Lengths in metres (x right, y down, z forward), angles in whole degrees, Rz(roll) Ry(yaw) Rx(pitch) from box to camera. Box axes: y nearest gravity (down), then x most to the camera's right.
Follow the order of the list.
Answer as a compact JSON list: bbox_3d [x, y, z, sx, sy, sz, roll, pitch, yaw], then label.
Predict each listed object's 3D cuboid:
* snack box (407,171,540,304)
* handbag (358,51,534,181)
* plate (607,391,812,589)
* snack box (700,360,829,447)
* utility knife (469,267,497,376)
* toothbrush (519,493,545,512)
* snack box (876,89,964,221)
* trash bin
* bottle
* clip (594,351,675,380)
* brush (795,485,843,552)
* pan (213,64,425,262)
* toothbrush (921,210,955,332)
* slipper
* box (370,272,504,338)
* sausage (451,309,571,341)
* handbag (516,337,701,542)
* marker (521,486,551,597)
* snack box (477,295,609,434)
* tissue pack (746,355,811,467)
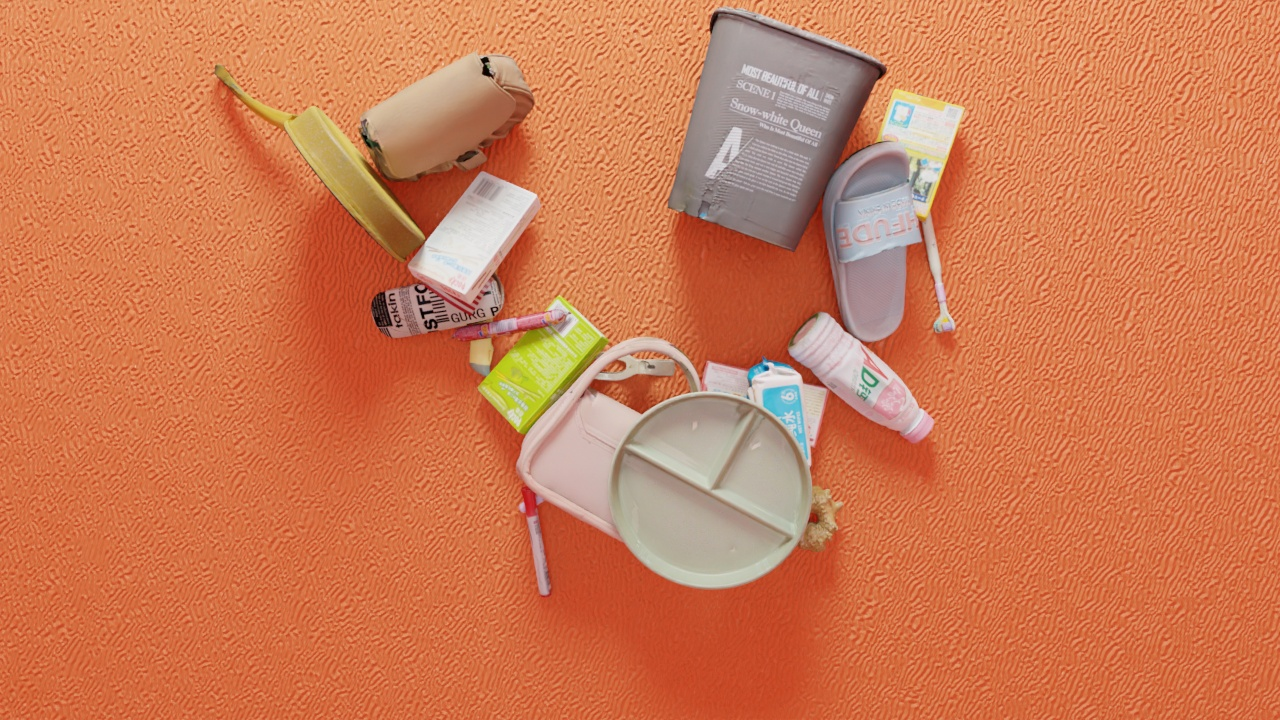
[{"bbox_3d":[-0.196,-0.148,1.090,0.085,0.027,0.156,26,70,17],"label":"snack box"},{"bbox_3d":[-0.223,-0.275,1.062,0.204,0.147,0.100,-28,91,6],"label":"handbag"},{"bbox_3d":[0.078,0.146,1.039,0.230,0.027,0.230,1,98,7],"label":"plate"},{"bbox_3d":[0.149,0.053,1.139,0.156,0.027,0.077,13,93,0],"label":"snack box"},{"bbox_3d":[-0.192,-0.069,1.140,0.031,0.019,0.177,6,95,-3],"label":"utility knife"},{"bbox_3d":[-0.071,0.140,1.152,0.189,0.029,0.021,-32,51,4],"label":"toothbrush"},{"bbox_3d":[0.325,-0.247,1.107,0.087,0.033,0.140,19,91,12],"label":"snack box"},{"bbox_3d":[0.138,-0.253,1.044,0.199,0.198,0.220,20,99,-1],"label":"trash bin"},{"bbox_3d":[0.272,0.026,1.119,0.197,0.068,0.068,40,93,-6],"label":"bottle"},{"bbox_3d":[-0.009,0.006,1.141,0.103,0.076,0.034,-1,92,-10],"label":"clip"},{"bbox_3d":[0.126,0.205,1.143,0.255,0.046,0.083,-6,95,6],"label":"brush"},{"bbox_3d":[-0.383,-0.247,1.068,0.078,0.198,0.357,-39,72,-3],"label":"pan"},{"bbox_3d":[0.360,-0.128,1.130,0.020,0.029,0.189,-13,93,-41],"label":"toothbrush"},{"bbox_3d":[0.274,-0.130,1.069,0.104,0.074,0.246,-13,117,-10],"label":"slipper"},{"bbox_3d":[-0.245,-0.069,1.128,0.164,0.076,0.075,-13,104,7],"label":"box"},{"bbox_3d":[-0.158,-0.042,1.117,0.156,0.020,0.020,-10,93,11],"label":"sausage"},{"bbox_3d":[-0.019,0.083,1.093,0.193,0.093,0.234,29,95,-13],"label":"handbag"},{"bbox_3d":[-0.130,0.228,1.149,0.017,0.017,0.145,-8,102,1],"label":"marker"},{"bbox_3d":[-0.120,0.006,1.124,0.086,0.026,0.156,42,93,25],"label":"snack box"},{"bbox_3d":[0.160,0.067,1.080,0.063,0.090,0.140,-7,96,3],"label":"tissue pack"}]
